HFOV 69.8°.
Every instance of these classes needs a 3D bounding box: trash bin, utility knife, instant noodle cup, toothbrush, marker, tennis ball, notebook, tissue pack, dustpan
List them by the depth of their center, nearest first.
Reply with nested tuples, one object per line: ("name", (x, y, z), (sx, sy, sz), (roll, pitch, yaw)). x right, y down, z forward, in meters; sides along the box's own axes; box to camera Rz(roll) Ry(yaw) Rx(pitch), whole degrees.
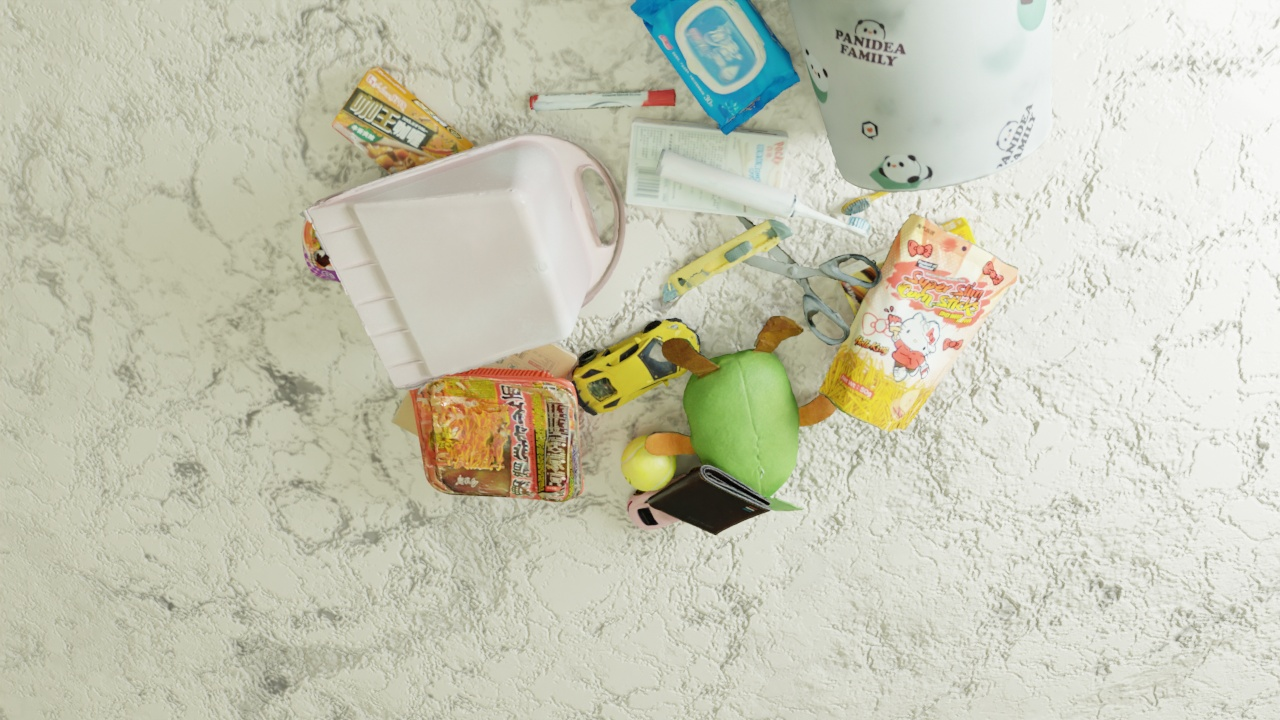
("trash bin", (0.231, -0.293, 0.759), (0.230, 0.229, 0.252), (-14, 121, 12))
("tissue pack", (0.070, -0.298, 0.855), (0.095, 0.052, 0.157), (-34, 107, 18))
("toothbrush", (0.122, -0.161, 0.904), (0.221, 0.027, 0.026), (18, 83, -3))
("marker", (-0.038, -0.257, 0.908), (0.145, 0.017, 0.017), (-1, 116, 6))
("toothbrush", (0.290, -0.187, 0.910), (0.192, 0.018, 0.016), (-23, 114, 16))
("dustpan", (-0.156, -0.108, 0.931), (0.274, 0.138, 0.223), (-6, 125, 11))
("instant noodle cup", (-0.288, -0.122, 0.954), (0.099, 0.111, 0.112), (7, 117, 10))
("utility knife", (0.085, -0.105, 0.964), (0.165, 0.018, 0.031), (-27, 103, 35))
("instant noodle cup", (-0.156, 0.076, 1.035), (0.189, 0.079, 0.165), (3, 120, 5))
("tennis ball", (0.010, 0.119, 1.066), (0.065, 0.065, 0.065), (2, 117, 4))
("notebook", (-0.185, 0.035, 1.066), (0.148, 0.008, 0.208), (30, 120, -10))

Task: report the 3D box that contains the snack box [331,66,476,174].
("snack box", (-0.231, -0.220, 0.940), (0.153, 0.026, 0.075), (39, 113, -13))

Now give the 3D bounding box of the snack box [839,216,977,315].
("snack box", (0.287, -0.081, 0.957), (0.141, 0.033, 0.087), (-24, 113, 14))

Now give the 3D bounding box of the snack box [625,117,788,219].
("snack box", (0.065, -0.193, 0.924), (0.157, 0.026, 0.085), (6, 117, 2))

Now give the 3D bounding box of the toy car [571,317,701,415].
("toy car", (-0.006, 0.006, 1.025), (0.156, 0.041, 0.071), (-26, 112, 16))

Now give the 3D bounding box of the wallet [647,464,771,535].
("wallet", (0.077, 0.161, 1.040), (0.096, 0.020, 0.123), (30, 145, -14))

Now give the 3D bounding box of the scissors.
("scissors", (0.162, -0.088, 0.938), (0.160, 0.014, 0.174), (-17, 95, 27))

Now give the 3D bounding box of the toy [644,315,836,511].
("toy", (0.113, 0.063, 1.015), (0.227, 0.090, 0.247), (-12, 119, 0))

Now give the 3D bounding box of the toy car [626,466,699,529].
("toy car", (0.042, 0.169, 1.105), (0.122, 0.037, 0.056), (-22, 114, 15))

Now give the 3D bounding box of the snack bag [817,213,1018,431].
("snack bag", (0.278, -0.032, 0.937), (0.128, 0.073, 0.208), (25, 109, -7))
